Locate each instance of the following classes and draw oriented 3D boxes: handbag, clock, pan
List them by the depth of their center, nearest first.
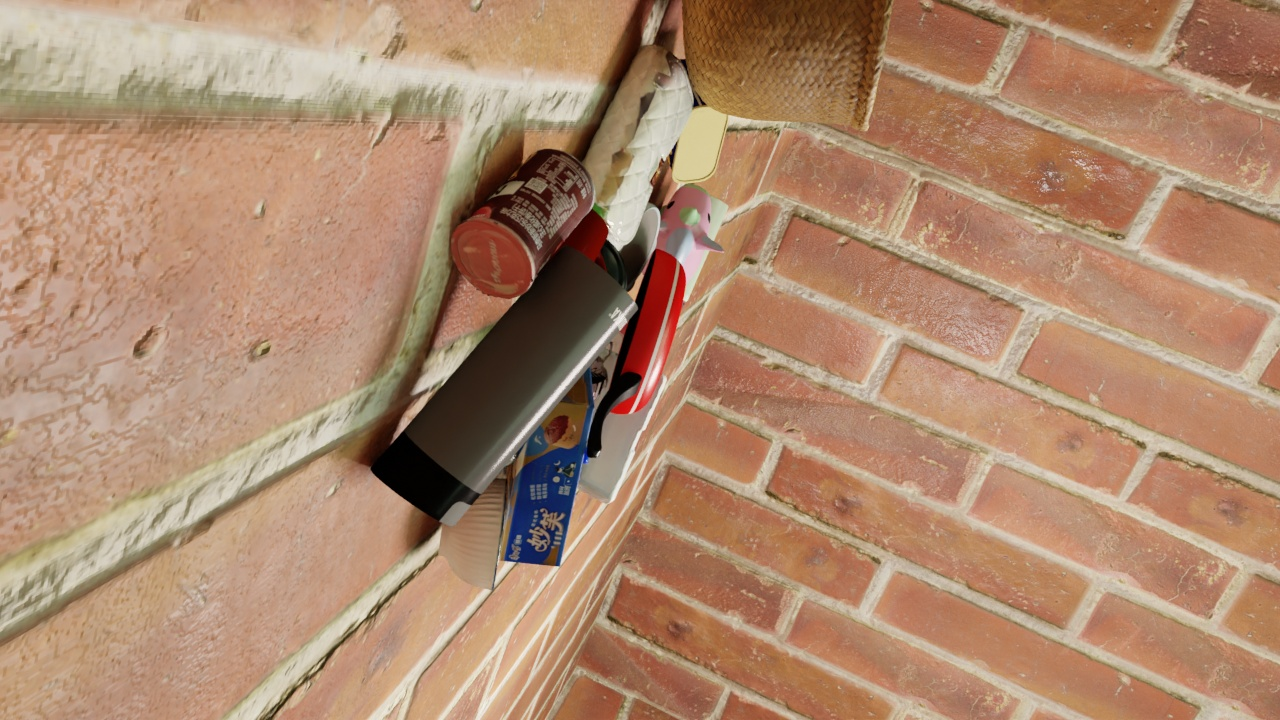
[{"bbox_3d":[-0.010,-0.215,0.961,0.139,0.072,0.194,59,55,-79],"label":"handbag"},{"bbox_3d":[-0.006,0.006,1.070,0.355,0.067,0.209,-80,-172,-57],"label":"pan"},{"bbox_3d":[-0.091,0.030,1.141,0.154,0.065,0.115,-49,168,-9],"label":"clock"},{"bbox_3d":[-0.020,-0.141,1.145,0.122,0.045,0.159,-61,164,-8],"label":"clock"}]

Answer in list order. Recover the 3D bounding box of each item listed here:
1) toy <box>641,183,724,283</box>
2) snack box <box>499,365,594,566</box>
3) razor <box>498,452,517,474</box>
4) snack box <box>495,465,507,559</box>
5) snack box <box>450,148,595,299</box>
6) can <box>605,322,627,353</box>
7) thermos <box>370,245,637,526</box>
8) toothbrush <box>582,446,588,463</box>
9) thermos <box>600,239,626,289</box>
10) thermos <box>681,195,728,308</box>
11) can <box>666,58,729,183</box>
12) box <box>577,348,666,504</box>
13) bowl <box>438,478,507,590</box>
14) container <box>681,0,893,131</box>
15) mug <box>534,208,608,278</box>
[{"bbox_3d":[0.049,-0.162,1.361,0.170,0.120,0.223,-76,-174,-52],"label":"toy"},{"bbox_3d":[-0.104,0.096,1.002,0.154,0.069,0.203,-100,-159,-63],"label":"snack box"},{"bbox_3d":[-0.138,0.042,0.911,0.054,0.067,0.151,44,63,-67],"label":"razor"},{"bbox_3d":[-0.158,0.167,1.198,0.144,0.042,0.145,-43,154,-68],"label":"snack box"},{"bbox_3d":[-0.092,-0.113,0.740,0.072,0.072,0.121,105,11,-45],"label":"snack box"},{"bbox_3d":[-0.032,-0.030,1.402,0.096,0.054,0.054,-30,143,-76],"label":"can"},{"bbox_3d":[-0.110,0.022,0.757,0.240,0.082,0.082,-50,169,-7],"label":"thermos"},{"bbox_3d":[-0.073,0.098,1.063,0.182,0.018,0.016,-149,-119,-81],"label":"toothbrush"},{"bbox_3d":[-0.060,-0.070,0.993,0.221,0.098,0.098,91,24,-80],"label":"thermos"},{"bbox_3d":[0.072,-0.170,1.567,0.082,0.082,0.231,11,102,-81],"label":"thermos"},{"bbox_3d":[0.056,-0.285,1.089,0.116,0.056,0.092,102,-26,-54],"label":"can"},{"bbox_3d":[-0.059,0.083,1.257,0.197,0.134,0.040,-67,168,8],"label":"box"},{"bbox_3d":[-0.180,0.181,0.974,0.118,0.062,0.118,-174,-89,-81],"label":"bowl"},{"bbox_3d":[0.154,-0.385,0.919,0.306,0.197,0.307,7,89,-80],"label":"container"},{"bbox_3d":[-0.068,-0.091,0.850,0.073,0.105,0.082,2,-120,53],"label":"mug"}]
